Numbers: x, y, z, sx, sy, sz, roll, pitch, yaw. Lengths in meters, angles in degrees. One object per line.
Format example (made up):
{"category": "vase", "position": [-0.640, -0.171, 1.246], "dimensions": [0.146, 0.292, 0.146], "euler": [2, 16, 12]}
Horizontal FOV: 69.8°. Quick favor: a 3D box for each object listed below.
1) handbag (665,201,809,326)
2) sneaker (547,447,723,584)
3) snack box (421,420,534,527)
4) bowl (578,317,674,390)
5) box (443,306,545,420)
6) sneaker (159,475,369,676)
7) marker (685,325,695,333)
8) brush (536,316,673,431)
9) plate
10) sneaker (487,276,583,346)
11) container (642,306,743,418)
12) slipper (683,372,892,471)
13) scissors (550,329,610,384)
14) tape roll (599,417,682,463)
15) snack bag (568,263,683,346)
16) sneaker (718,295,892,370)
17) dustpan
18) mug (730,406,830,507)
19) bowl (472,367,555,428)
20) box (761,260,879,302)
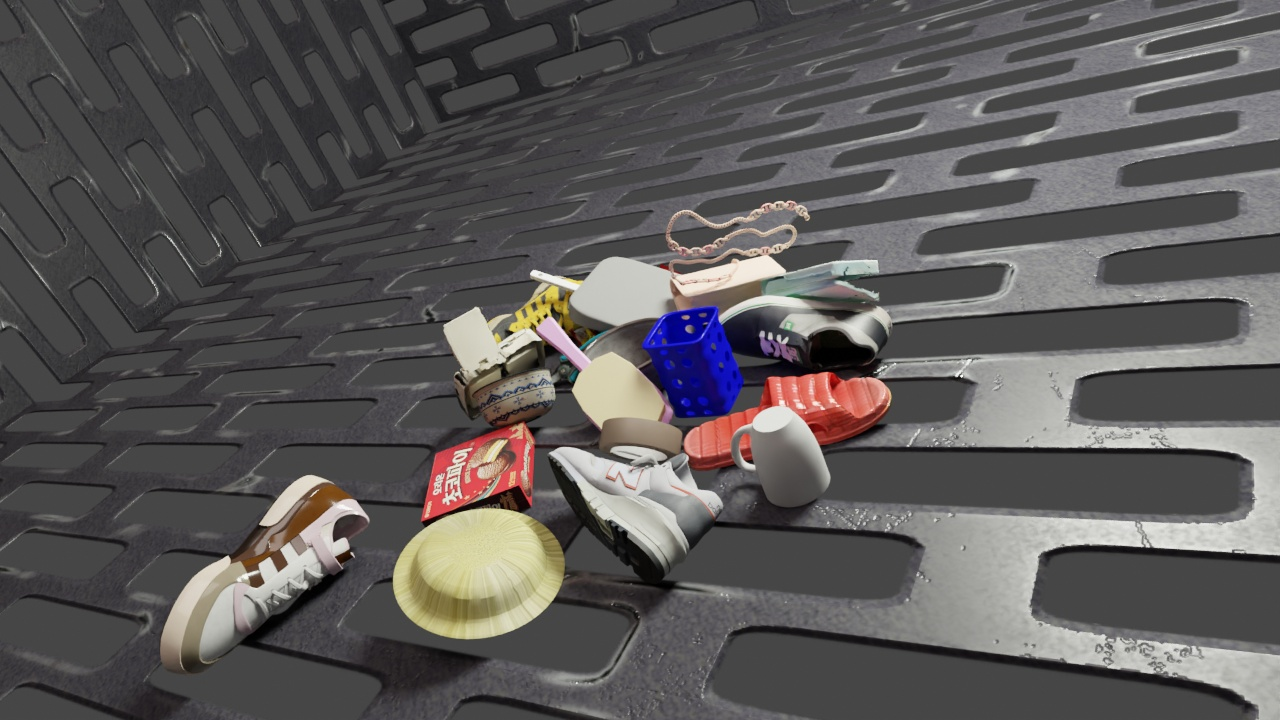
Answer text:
{"category": "handbag", "position": [0.129, -0.157, 1.310], "dimensions": [0.198, 0.187, 0.116], "euler": [-13, 28, -5]}
{"category": "sneaker", "position": [0.000, 0.145, 1.012], "dimensions": [0.124, 0.089, 0.240], "euler": [-29, 36, -19]}
{"category": "snack box", "position": [-0.209, 0.155, 1.201], "dimensions": [0.133, 0.036, 0.152], "euler": [-21, 27, 6]}
{"category": "bowl", "position": [-0.007, 0.007, 1.266], "dimensions": [0.145, 0.067, 0.144], "euler": [-19, 28, 10]}
{"category": "box", "position": [-0.219, -0.016, 1.345], "dimensions": [0.143, 0.182, 0.081], "euler": [-33, 61, -26]}
{"category": "sneaker", "position": [-0.446, 0.274, 1.133], "dimensions": [0.116, 0.112, 0.292], "euler": [14, 42, 21]}
{"category": "marker", "position": [0.067, -0.040, 1.337], "dimensions": [0.025, 0.025, 0.125], "euler": [-13, 29, 21]}
{"category": "brush", "position": [-0.058, 0.019, 1.172], "dimensions": [0.089, 0.043, 0.228], "euler": [-45, 68, -4]}
{"category": "plate", "position": [-0.175, 0.213, 0.992], "dimensions": [0.184, 0.036, 0.184], "euler": [1, 36, -1]}
{"category": "sneaker", "position": [-0.156, -0.055, 1.476], "dimensions": [0.122, 0.086, 0.237], "euler": [6, 41, 43]}
{"category": "container", "position": [0.070, 0.005, 1.158], "dimensions": [0.085, 0.114, 0.084], "euler": [-6, 32, 31]}
{"category": "slipper", "position": [0.159, 0.059, 1.053], "dimensions": [0.249, 0.059, 0.103], "euler": [-17, 28, 16]}
{"category": "scissors", "position": [-0.093, -0.003, 1.360], "dimensions": [0.130, 0.135, 0.019], "euler": [16, 2, 32]}
{"category": "tape roll", "position": [0.000, 0.093, 1.060], "dimensions": [0.094, 0.093, 0.030], "euler": [-5, 68, 33]}
{"category": "snack bag", "position": [-0.002, -0.083, 1.430], "dimensions": [0.207, 0.067, 0.139], "euler": [-34, 36, -21]}
{"category": "sneaker", "position": [0.190, -0.027, 1.155], "dimensions": [0.236, 0.084, 0.078], "euler": [1, 36, 34]}
{"category": "dustpan", "position": [-0.055, -0.105, 1.414], "dimensions": [0.258, 0.033, 0.162], "euler": [20, 44, 16]}
{"category": "mug", "position": [0.137, 0.095, 0.969], "dimensions": [0.107, 0.089, 0.071], "euler": [3, 37, 41]}
{"category": "bowl", "position": [-0.171, 0.058, 1.286], "dimensions": [0.115, 0.059, 0.115], "euler": [-20, -8, -3]}
{"category": "box", "position": [0.225, -0.098, 1.184], "dimensions": [0.072, 0.086, 0.199], "euler": [-63, 18, -11]}
